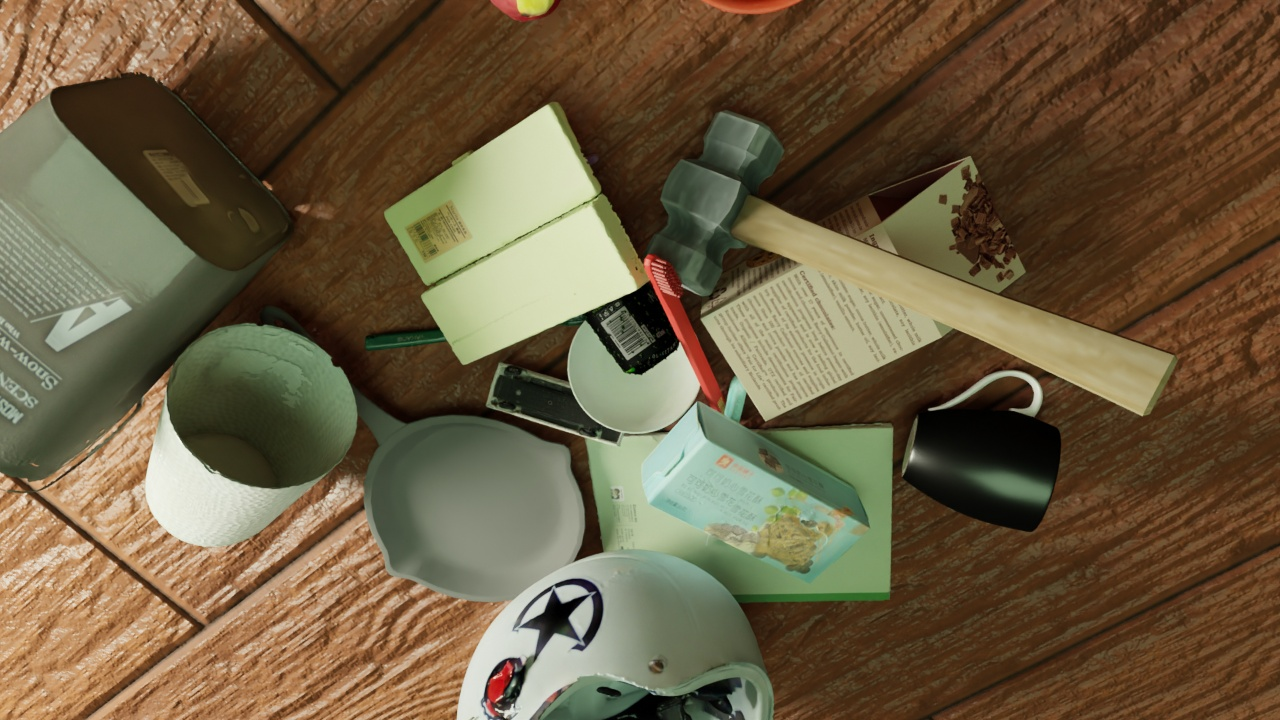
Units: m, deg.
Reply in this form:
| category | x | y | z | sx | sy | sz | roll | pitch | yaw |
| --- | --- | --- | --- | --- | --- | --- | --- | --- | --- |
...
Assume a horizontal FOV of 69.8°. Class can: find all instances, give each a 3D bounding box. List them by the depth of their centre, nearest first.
| category | x | y | z | sx | sy | sz | roll | pitch | yaw |
| --- | --- | --- | --- | --- | --- | --- | --- | --- | --- |
| can | -0.026 | -0.055 | 0.668 | 0.054 | 0.053 | 0.137 | -34 | 94 | 20 |

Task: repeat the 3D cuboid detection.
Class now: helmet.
| category | x | y | z | sx | sy | sz | roll | pitch | yaw |
| --- | --- | --- | --- | --- | --- | --- | --- | --- | --- |
| helmet | -0.034 | 0.254 | 0.758 | 0.264 | 0.163 | 0.236 | -30 | 136 | 16 |

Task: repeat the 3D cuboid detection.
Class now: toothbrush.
| category | x | y | z | sx | sy | sz | roll | pitch | yaw |
| --- | --- | --- | --- | --- | --- | --- | --- | --- | --- |
| toothbrush | 0.043 | -0.005 | 0.665 | 0.018 | 0.012 | 0.213 | 23 | 157 | 33 |
| toothbrush | -0.129 | -0.027 | 0.726 | 0.190 | 0.016 | 0.017 | -7 | 117 | 9 |

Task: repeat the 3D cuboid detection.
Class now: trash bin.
| category | x | y | z | sx | sy | sz | roll | pitch | yaw |
| --- | --- | --- | --- | --- | --- | --- | --- | --- | --- |
| trash bin | -0.391 | -0.066 | 0.646 | 0.220 | 0.197 | 0.197 | -37 | 108 | 14 |
| trash bin | -0.313 | 0.069 | 0.715 | 0.133 | 0.133 | 0.162 | 37 | 134 | -12 |

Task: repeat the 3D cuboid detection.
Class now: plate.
| category | x | y | z | sx | sy | sz | roll | pitch | yaw |
| --- | --- | --- | --- | --- | --- | --- | --- | --- | --- |
| plate | -0.004 | 0.004 | 0.713 | 0.104 | 0.026 | 0.104 | 0 | 91 | -4 |

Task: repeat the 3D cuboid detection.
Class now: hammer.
| category | x | y | z | sx | sy | sz | roll | pitch | yaw |
| --- | --- | --- | --- | --- | --- | --- | --- | --- | --- |
| hammer | 0.152 | -0.052 | 0.564 | 0.323 | 0.051 | 0.117 | 28 | 92 | 28 |

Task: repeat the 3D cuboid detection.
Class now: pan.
| category | x | y | z | sx | sy | sz | roll | pitch | yaw |
| --- | --- | --- | --- | --- | --- | --- | --- | --- | --- |
| pan | -0.183 | 0.083 | 0.781 | 0.217 | 0.024 | 0.354 | -36 | 108 | 20 |

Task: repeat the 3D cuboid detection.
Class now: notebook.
| category | x | y | z | sx | sy | sz | roll | pitch | yaw |
| --- | --- | --- | --- | --- | --- | --- | --- | --- | --- |
| notebook | 0.087 | 0.138 | 0.790 | 0.253 | 0.010 | 0.182 | -3 | 116 | 8 |

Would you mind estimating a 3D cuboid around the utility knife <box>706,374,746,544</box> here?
| category | x | y | z | sx | sy | sz | roll | pitch | yaw |
| --- | --- | --- | --- | --- | --- | --- | --- | --- | --- |
| utility knife | 0.066 | 0.086 | 0.748 | 0.015 | 0.022 | 0.177 | 11 | 121 | 2 |

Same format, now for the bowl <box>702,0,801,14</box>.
| category | x | y | z | sx | sy | sz | roll | pitch | yaw |
| --- | --- | --- | --- | --- | --- | --- | --- | --- | --- |
| bowl | 0.071 | -0.284 | 0.565 | 0.130 | 0.045 | 0.131 | 2 | 116 | 5 |

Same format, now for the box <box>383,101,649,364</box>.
| category | x | y | z | sx | sy | sz | roll | pitch | yaw |
| --- | --- | --- | --- | --- | --- | --- | --- | --- | --- |
| box | -0.095 | -0.082 | 0.648 | 0.188 | 0.024 | 0.137 | -18 | 101 | 37 |

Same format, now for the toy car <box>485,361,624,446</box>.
| category | x | y | z | sx | sy | sz | roll | pitch | yaw |
| --- | --- | --- | --- | --- | --- | --- | --- | --- | --- |
| toy car | -0.065 | 0.035 | 0.739 | 0.113 | 0.039 | 0.039 | 17 | 93 | -1 |

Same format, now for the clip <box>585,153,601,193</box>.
| category | x | y | z | sx | sy | sz | roll | pitch | yaw |
| --- | --- | --- | --- | --- | --- | --- | --- | --- | --- |
| clip | -0.050 | -0.138 | 0.668 | 0.050 | 0.014 | 0.046 | 21 | 116 | -7 |

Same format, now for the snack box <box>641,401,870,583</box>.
| category | x | y | z | sx | sy | sz | roll | pitch | yaw |
| --- | --- | --- | --- | --- | --- | --- | --- | --- | --- |
| snack box | 0.091 | 0.106 | 0.719 | 0.174 | 0.053 | 0.075 | 29 | 115 | -24 |

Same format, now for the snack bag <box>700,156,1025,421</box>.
| category | x | y | z | sx | sy | sz | roll | pitch | yaw |
| --- | --- | --- | --- | --- | --- | --- | --- | --- | --- |
| snack bag | 0.157 | -0.053 | 0.656 | 0.207 | 0.069 | 0.094 | -28 | 110 | 17 |

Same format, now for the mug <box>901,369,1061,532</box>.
| category | x | y | z | sx | sy | sz | roll | pitch | yaw |
| --- | --- | --- | --- | --- | --- | --- | --- | --- | --- |
| mug | 0.261 | 0.062 | 0.704 | 0.100 | 0.085 | 0.119 | 14 | 87 | 12 |

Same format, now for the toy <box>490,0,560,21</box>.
| category | x | y | z | sx | sy | sz | roll | pitch | yaw |
| --- | --- | --- | --- | --- | --- | --- | --- | --- | --- |
| toy | -0.041 | -0.273 | 0.579 | 0.105 | 0.067 | 0.137 | 39 | 101 | -16 |
